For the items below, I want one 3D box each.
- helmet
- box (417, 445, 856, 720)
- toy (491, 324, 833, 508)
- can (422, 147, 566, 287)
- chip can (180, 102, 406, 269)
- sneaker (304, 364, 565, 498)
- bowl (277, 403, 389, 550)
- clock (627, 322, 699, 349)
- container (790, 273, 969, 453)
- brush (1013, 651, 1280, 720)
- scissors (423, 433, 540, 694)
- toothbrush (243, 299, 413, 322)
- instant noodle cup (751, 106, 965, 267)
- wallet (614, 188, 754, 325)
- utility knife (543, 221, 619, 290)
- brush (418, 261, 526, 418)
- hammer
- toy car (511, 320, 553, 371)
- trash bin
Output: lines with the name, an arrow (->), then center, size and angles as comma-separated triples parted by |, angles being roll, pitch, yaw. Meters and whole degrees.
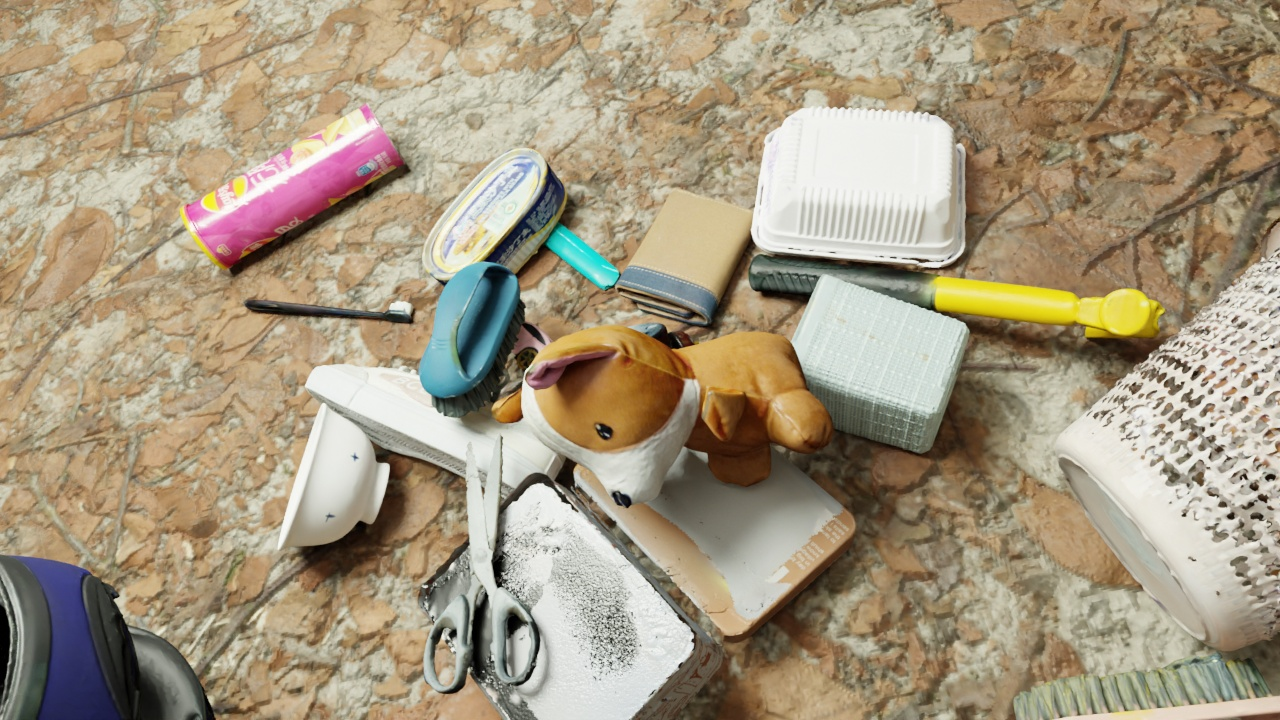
helmet -> -0.393, 0.270, 0.574 | 0.315, 0.240, 0.247 | -41, 58, 3
box -> 0.001, 0.140, 0.644 | 0.260, 0.105, 0.179 | -45, 60, -5
toy -> 0.011, 0.035, 0.592 | 0.199, 0.140, 0.130 | 12, 63, -19
can -> -0.131, -0.123, 0.831 | 0.074, 0.049, 0.148 | 38, 85, 28
chip can -> -0.343, -0.174, 0.914 | 0.210, 0.071, 0.071 | -32, 59, -4
sneaker -> -0.162, 0.035, 0.741 | 0.242, 0.089, 0.090 | 19, 65, 22
bowl -> -0.239, 0.099, 0.730 | 0.064, 0.119, 0.118 | 18, 61, -20
clock -> -0.004, 0.004, 0.717 | 0.082, 0.055, 0.121 | -8, 16, 41
container -> 0.171, 0.006, 0.672 | 0.111, 0.090, 0.089 | 20, 68, 20
brush -> 0.293, 0.220, 0.534 | 0.146, 0.063, 0.073 | -10, 49, 10
scissors -> -0.111, 0.137, 0.614 | 0.156, 0.014, 0.168 | -46, 60, -6
toothbrush -> -0.296, -0.049, 0.865 | 0.181, 0.016, 0.018 | 3, 56, 15
instant noodle cup -> 0.184, -0.153, 0.762 | 0.173, 0.060, 0.137 | 5, 62, 11
wallet -> 0.041, -0.091, 0.792 | 0.090, 0.033, 0.115 | 19, 67, 20
utility knife -> -0.075, -0.109, 0.843 | 0.151, 0.013, 0.029 | 39, 80, 27
brush -> -0.128, -0.027, 0.692 | 0.055, 0.074, 0.143 | 0, 43, 13
hammer -> 0.222, -0.050, 0.689 | 0.301, 0.128, 0.033 | 11, 94, 32
toy car -> -0.099, -0.016, 0.772 | 0.037, 0.056, 0.122 | -44, 60, -7
trash bin -> 0.369, 0.056, 0.534 | 0.192, 0.227, 0.227 | -35, 58, 8
